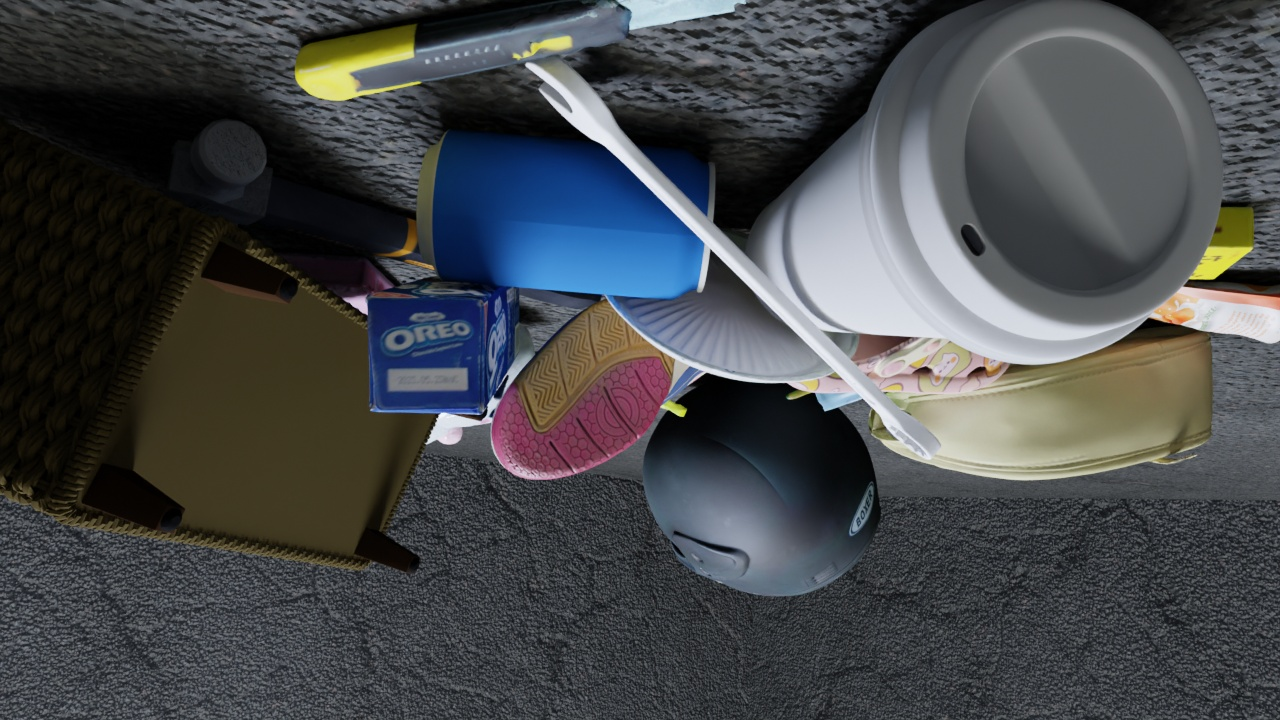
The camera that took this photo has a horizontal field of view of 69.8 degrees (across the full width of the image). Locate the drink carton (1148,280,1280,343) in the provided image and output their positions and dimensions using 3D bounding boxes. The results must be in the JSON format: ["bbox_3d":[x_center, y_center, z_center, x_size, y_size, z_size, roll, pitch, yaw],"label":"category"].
[{"bbox_3d":[0.371,-0.040,0.632,0.122,0.038,0.069,9,169,11],"label":"drink carton"}]

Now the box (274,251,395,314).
[{"bbox_3d":[-0.252,-0.046,0.830,0.098,0.037,0.233,5,169,1],"label":"box"}]

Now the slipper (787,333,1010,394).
[{"bbox_3d":[0.171,-0.031,0.601,0.197,0.093,0.082,-3,148,-22],"label":"slipper"}]

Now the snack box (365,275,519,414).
[{"bbox_3d":[-0.104,-0.017,0.528,0.059,0.059,0.226,2,-171,-3],"label":"snack box"}]

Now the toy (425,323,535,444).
[{"bbox_3d":[-0.181,0.022,0.856,0.101,0.179,0.139,39,167,40],"label":"toy"}]

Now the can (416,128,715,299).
[{"bbox_3d":[-0.038,-0.076,0.482,0.146,0.079,0.079,5,169,-1],"label":"can"}]

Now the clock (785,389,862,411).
[{"bbox_3d":[0.197,-0.009,0.722,0.162,0.060,0.118,-17,174,-15],"label":"clock"}]

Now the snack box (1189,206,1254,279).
[{"bbox_3d":[0.263,-0.068,0.535,0.149,0.025,0.061,2,169,14],"label":"snack box"}]

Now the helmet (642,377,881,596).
[{"bbox_3d":[0.118,0.137,1.096,0.236,0.248,0.317,42,154,-24],"label":"helmet"}]

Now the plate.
[{"bbox_3d":[0.051,-0.034,0.537,0.157,0.156,0.014,7,127,-13],"label":"plate"}]

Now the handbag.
[{"bbox_3d":[0.318,0.036,0.716,0.232,0.088,0.191,-13,-174,-33],"label":"handbag"}]

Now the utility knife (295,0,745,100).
[{"bbox_3d":[-0.054,-0.131,0.371,0.214,0.020,0.028,-2,169,25],"label":"utility knife"}]

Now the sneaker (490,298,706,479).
[{"bbox_3d":[-0.004,0.003,0.607,0.241,0.116,0.091,-31,-164,-30],"label":"sneaker"}]

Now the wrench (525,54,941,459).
[{"bbox_3d":[0.050,-0.042,0.431,0.273,0.009,0.047,42,177,-15],"label":"wrench"}]

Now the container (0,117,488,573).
[{"bbox_3d":[-0.254,0.023,0.572,0.205,0.176,0.321,19,168,18],"label":"container"}]

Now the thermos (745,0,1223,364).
[{"bbox_3d":[0.122,-0.062,0.410,0.131,0.131,0.222,7,176,-12],"label":"thermos"}]

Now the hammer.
[{"bbox_3d":[-0.154,-0.082,0.624,0.312,0.035,0.140,13,168,-39],"label":"hammer"}]
